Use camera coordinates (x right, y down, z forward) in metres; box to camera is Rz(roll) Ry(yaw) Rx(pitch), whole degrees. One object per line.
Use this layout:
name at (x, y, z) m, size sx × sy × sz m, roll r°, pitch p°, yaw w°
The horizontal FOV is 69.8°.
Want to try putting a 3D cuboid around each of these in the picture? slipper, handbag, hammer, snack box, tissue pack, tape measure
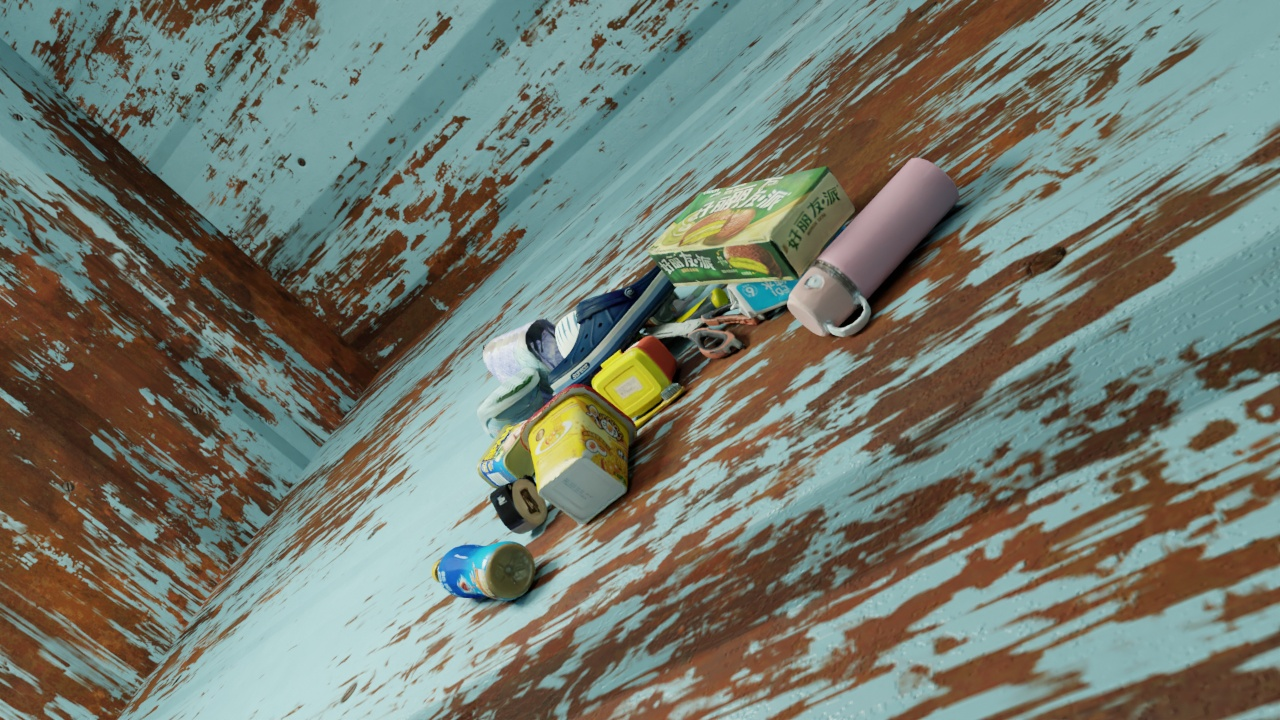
slipper at (-0.041, -0.057, 1.258) m, size 0.252 × 0.095 × 0.105 m, roll -47°, pitch -2°, yaw -8°
handbag at (-0.170, 0.003, 1.491) m, size 0.194 × 0.134 × 0.075 m, roll -15°, pitch 34°, yaw 57°
hammer at (-0.008, 0.007, 1.276) m, size 0.324 × 0.032 × 0.126 m, roll -37°, pitch 19°, yaw 24°
snack box at (-0.004, 0.017, 1.165) m, size 0.091 × 0.082 × 0.079 m, roll -37°, pitch 9°, yaw 30°
slipper at (-0.202, 0.085, 1.460) m, size 0.103 × 0.074 × 0.246 m, roll -39°, pitch -6°, yaw -21°
tissue pack at (0.168, -0.108, 1.058) m, size 0.140 × 0.063 × 0.089 m, roll -21°, pitch 30°, yaw 39°
tape measure at (-0.148, 0.181, 1.142) m, size 0.034 × 0.066 × 0.065 m, roll -33°, pitch -7°, yaw 27°
snack box at (0.118, -0.145, 1.036) m, size 0.114 × 0.063 × 0.240 m, roll -48°, pitch 24°, yaw -19°

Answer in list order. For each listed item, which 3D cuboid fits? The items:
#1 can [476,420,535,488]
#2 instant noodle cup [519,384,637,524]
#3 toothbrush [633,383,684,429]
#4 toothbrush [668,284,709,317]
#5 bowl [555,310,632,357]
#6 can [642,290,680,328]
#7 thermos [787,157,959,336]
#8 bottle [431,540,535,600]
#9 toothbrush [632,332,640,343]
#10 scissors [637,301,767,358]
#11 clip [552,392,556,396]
can at (-0.180, 0.134, 1.343) m, size 0.083 × 0.057 × 0.101 m, roll -19°, pitch 30°, yaw 52°
instant noodle cup at (-0.070, 0.111, 1.060) m, size 0.116 × 0.116 × 0.123 m, roll -39°, pitch 29°, yaw 19°
toothbrush at (-0.019, 0.086, 1.140) m, size 0.192 × 0.018 × 0.016 m, roll -39°, pitch 16°, yaw 22°
toothbrush at (0.107, -0.128, 1.310) m, size 0.021 × 0.029 × 0.188 m, roll 33°, pitch 63°, yaw 27°
bowl at (-0.065, -0.023, 1.355) m, size 0.117 × 0.116 × 0.066 m, roll -35°, pitch 52°, yaw 32°
can at (0.007, -0.078, 1.392) m, size 0.057 × 0.058 × 0.147 m, roll -50°, pitch 17°, yaw -15°
thermos at (0.237, -0.108, 0.920) m, size 0.198 × 0.067 × 0.087 m, roll -47°, pitch 46°, yaw -6°
bottle at (-0.199, 0.251, 1.097) m, size 0.219 × 0.065 × 0.065 m, roll -19°, pitch 31°, yaw 56°
toothbrush at (-0.067, 0.022, 1.416) m, size 0.186 × 0.012 × 0.017 m, roll -46°, pitch 11°, yaw -1°
scissors at (0.067, -0.032, 1.160) m, size 0.206 × 0.015 × 0.196 m, roll -33°, pitch 29°, yaw 19°
clip at (-0.110, 0.045, 1.345) m, size 0.058 × 0.041 × 0.026 m, roll -21°, pitch 30°, yaw 56°
